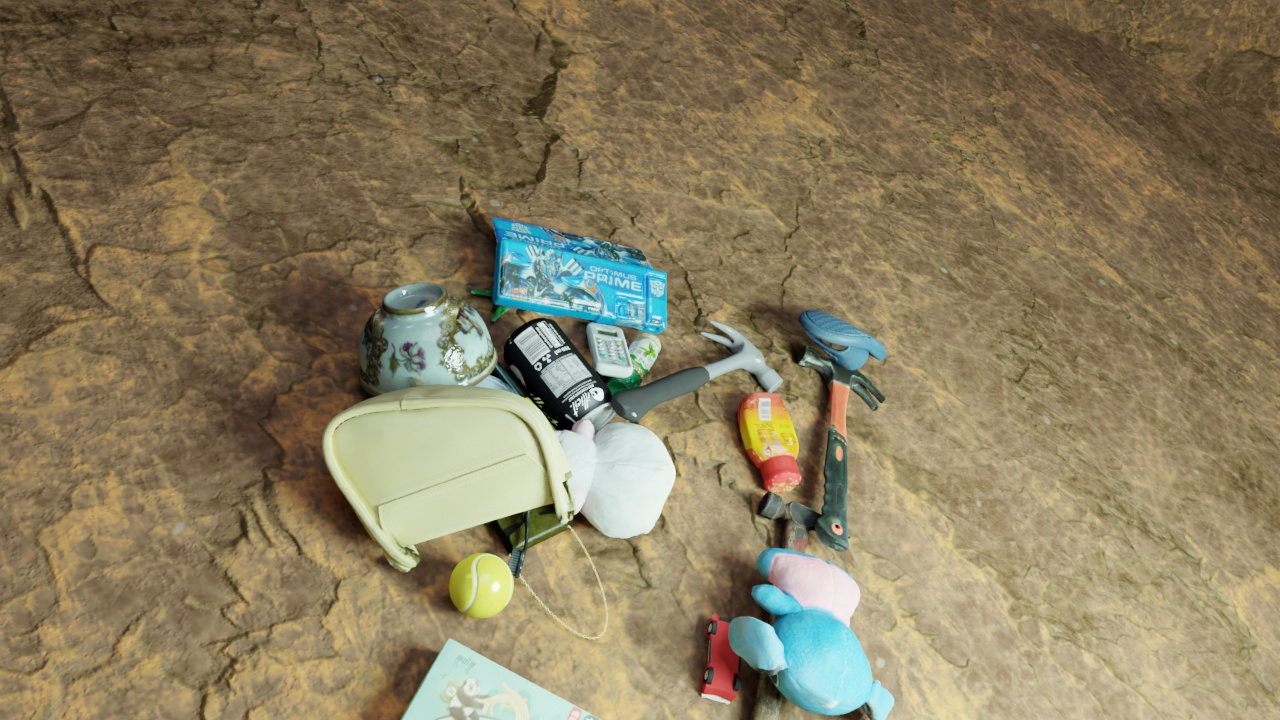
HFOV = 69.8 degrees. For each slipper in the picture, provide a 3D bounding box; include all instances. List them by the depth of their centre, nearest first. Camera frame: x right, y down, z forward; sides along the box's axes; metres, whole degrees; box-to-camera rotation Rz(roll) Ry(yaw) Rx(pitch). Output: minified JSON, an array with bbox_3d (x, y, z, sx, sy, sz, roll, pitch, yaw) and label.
[{"bbox_3d":[0.288,-0.028,1.322,0.104,0.059,0.213,35,13,31],"label":"slipper"}]

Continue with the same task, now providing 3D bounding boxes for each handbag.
[{"bbox_3d":[-0.196,0.106,0.958,0.233,0.088,0.191,-16,94,-1],"label":"handbag"},{"bbox_3d":[-0.093,0.224,1.005,0.083,0.028,0.178,-21,66,-34],"label":"handbag"}]

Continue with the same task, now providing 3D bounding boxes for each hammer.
[{"bbox_3d":[0.169,0.306,1.053,0.120,0.033,0.329,25,48,-5],"label":"hammer"},{"bbox_3d":[0.066,0.021,1.194,0.125,0.030,0.310,49,37,18],"label":"hammer"},{"bbox_3d":[0.263,0.116,1.232,0.133,0.033,0.332,25,42,-7],"label":"hammer"}]

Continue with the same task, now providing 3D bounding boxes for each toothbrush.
[{"bbox_3d":[-0.123,0.151,1.016,0.017,0.014,0.187,13,56,-7],"label":"toothbrush"}]

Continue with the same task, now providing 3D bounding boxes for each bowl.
[{"bbox_3d":[-0.249,-0.032,1.048,0.160,0.094,0.159,-3,30,2],"label":"bowl"}]

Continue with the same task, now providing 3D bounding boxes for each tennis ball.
[{"bbox_3d":[-0.163,0.230,0.939,0.065,0.065,0.065,12,49,-15],"label":"tennis ball"}]

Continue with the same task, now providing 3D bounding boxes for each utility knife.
[{"bbox_3d":[-0.154,0.041,1.122,0.020,0.029,0.174,-25,67,-41],"label":"utility knife"}]

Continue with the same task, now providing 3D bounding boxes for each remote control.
[{"bbox_3d":[-0.042,-0.012,1.188,0.050,0.022,0.133,9,23,-12],"label":"remote control"}]

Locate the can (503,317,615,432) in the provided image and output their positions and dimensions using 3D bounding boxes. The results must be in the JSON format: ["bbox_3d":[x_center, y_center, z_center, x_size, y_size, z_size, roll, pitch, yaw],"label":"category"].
[{"bbox_3d":[-0.100,0.022,1.126,0.080,0.080,0.146,-25,66,-37],"label":"can"}]

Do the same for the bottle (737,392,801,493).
[{"bbox_3d":[0.171,0.108,1.201,0.071,0.049,0.134,4,52,-22],"label":"bottle"}]

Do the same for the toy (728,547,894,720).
[{"bbox_3d":[0.198,0.300,1.000,0.224,0.099,0.191,31,36,-16],"label":"toy"}]

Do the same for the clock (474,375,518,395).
[{"bbox_3d":[-0.178,0.086,1.054,0.158,0.059,0.116,33,48,4],"label":"clock"}]

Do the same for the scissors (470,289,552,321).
[{"bbox_3d":[-0.161,-0.084,1.232,0.123,0.012,0.126,31,46,1],"label":"scissors"}]

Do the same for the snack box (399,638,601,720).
[{"bbox_3d":[-0.132,0.369,0.855,0.193,0.044,0.141,28,46,0],"label":"snack box"}]

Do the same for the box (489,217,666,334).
[{"bbox_3d":[-0.082,-0.132,1.265,0.243,0.060,0.175,10,49,-23],"label":"box"}]

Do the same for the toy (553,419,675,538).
[{"bbox_3d":[-0.044,0.127,1.045,0.179,0.102,0.138,17,62,-21],"label":"toy"}]

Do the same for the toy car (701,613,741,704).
[{"bbox_3d":[0.090,0.325,1.005,0.038,0.025,0.089,19,47,-10],"label":"toy car"}]

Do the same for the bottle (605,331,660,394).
[{"bbox_3d":[-0.007,0.007,1.208,0.042,0.043,0.109,31,46,1],"label":"bottle"}]
